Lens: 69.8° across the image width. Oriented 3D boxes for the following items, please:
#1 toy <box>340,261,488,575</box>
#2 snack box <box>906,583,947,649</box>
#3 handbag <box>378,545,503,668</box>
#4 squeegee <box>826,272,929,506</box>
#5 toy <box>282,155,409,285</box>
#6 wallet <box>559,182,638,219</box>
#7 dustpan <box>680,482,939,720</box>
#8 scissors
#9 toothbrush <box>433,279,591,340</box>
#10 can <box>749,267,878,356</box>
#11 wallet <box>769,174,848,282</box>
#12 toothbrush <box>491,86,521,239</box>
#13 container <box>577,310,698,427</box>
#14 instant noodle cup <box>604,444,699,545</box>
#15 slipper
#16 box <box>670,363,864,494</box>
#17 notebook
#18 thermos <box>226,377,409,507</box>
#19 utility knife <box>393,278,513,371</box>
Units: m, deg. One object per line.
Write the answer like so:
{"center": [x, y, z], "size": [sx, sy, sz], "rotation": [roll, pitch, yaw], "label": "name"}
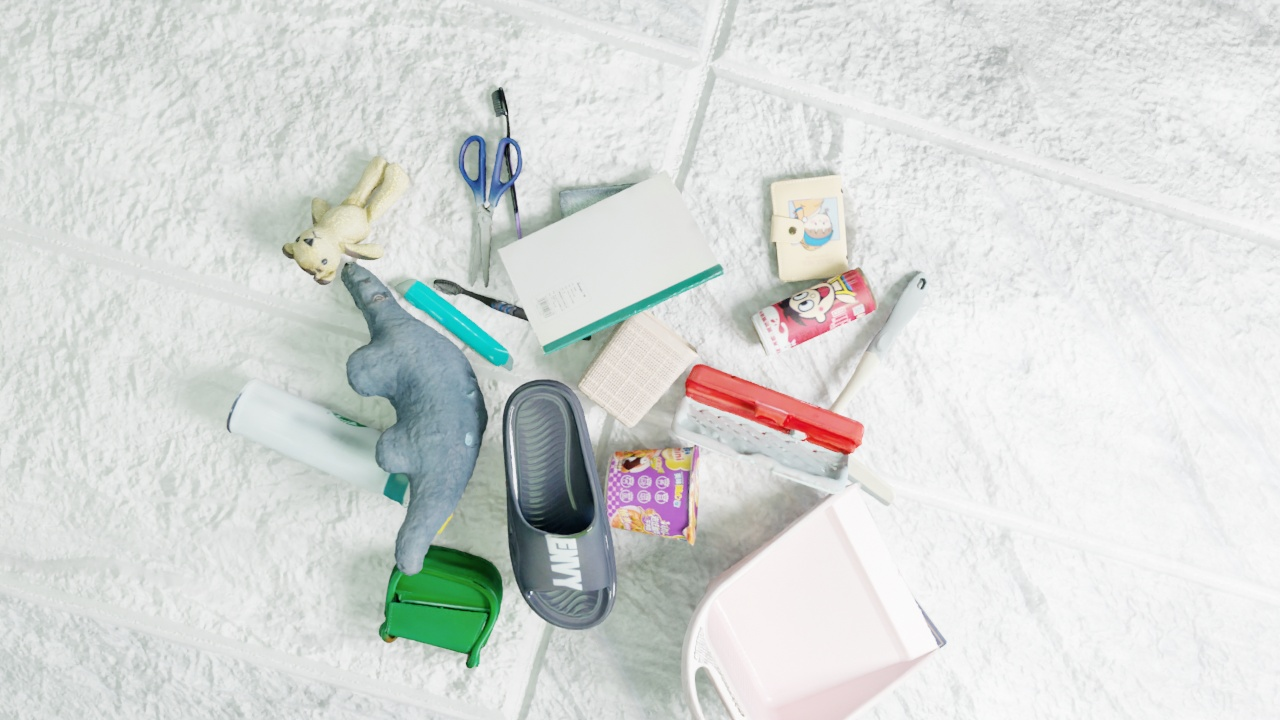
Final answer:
{"center": [-0.239, 0.044, 0.992], "size": [0.137, 0.092, 0.356], "rotation": [-12, 73, -23], "label": "toy"}
{"center": [0.225, 0.300, 1.058], "size": [0.182, 0.046, 0.178], "rotation": [-36, 93, 2], "label": "snack box"}
{"center": [-0.226, 0.279, 1.042], "size": [0.131, 0.068, 0.120], "rotation": [17, 101, -3], "label": "handbag"}
{"center": [0.258, 0.003, 1.041], "size": [0.246, 0.039, 0.246], "rotation": [35, 92, -3], "label": "squeegee"}
{"center": [-0.318, -0.157, 1.004], "size": [0.105, 0.066, 0.157], "rotation": [38, 79, 5], "label": "toy"}
{"center": [-0.038, -0.137, 1.037], "size": [0.097, 0.019, 0.121], "rotation": [-5, 93, -3], "label": "wallet"}
{"center": [0.177, 0.295, 0.966], "size": [0.273, 0.138, 0.222], "rotation": [-30, 93, 3], "label": "dustpan"}
{"center": [-0.163, -0.167, 1.025], "size": [0.128, 0.012, 0.173], "rotation": [-21, 90, 16], "label": "scissors"}
{"center": [-0.145, -0.056, 1.041], "size": [0.189, 0.016, 0.014], "rotation": [20, 106, -4], "label": "toothbrush"}
{"center": [0.192, -0.053, 1.024], "size": [0.133, 0.053, 0.053], "rotation": [-24, 94, 5], "label": "can"}
{"center": [0.189, -0.149, 1.038], "size": [0.087, 0.024, 0.115], "rotation": [-6, 96, -6], "label": "wallet"}
{"center": [-0.148, -0.211, 1.030], "size": [0.017, 0.014, 0.189], "rotation": [-7, 95, 7], "label": "toothbrush"}
{"center": [-0.006, 0.006, 1.013], "size": [0.090, 0.090, 0.111], "rotation": [37, 96, -4], "label": "container"}
{"center": [0.014, 0.145, 1.017], "size": [0.099, 0.111, 0.111], "rotation": [4, 94, 7], "label": "instant noodle cup"}
{"center": [-0.092, 0.154, 0.943], "size": [0.111, 0.083, 0.268], "rotation": [-9, 92, 1], "label": "slipper"}
{"center": [0.135, 0.084, 1.009], "size": [0.201, 0.094, 0.091], "rotation": [20, 78, 6], "label": "box"}
{"center": [-0.035, -0.108, 0.987], "size": [0.209, 0.012, 0.150], "rotation": [-25, 63, -3], "label": "notebook"}
{"center": [-0.338, 0.092, 1.023], "size": [0.224, 0.073, 0.073], "rotation": [24, 93, -3], "label": "thermos"}
{"center": [-0.208, -0.041, 1.042], "size": [0.161, 0.013, 0.029], "rotation": [39, 95, -6], "label": "utility knife"}
